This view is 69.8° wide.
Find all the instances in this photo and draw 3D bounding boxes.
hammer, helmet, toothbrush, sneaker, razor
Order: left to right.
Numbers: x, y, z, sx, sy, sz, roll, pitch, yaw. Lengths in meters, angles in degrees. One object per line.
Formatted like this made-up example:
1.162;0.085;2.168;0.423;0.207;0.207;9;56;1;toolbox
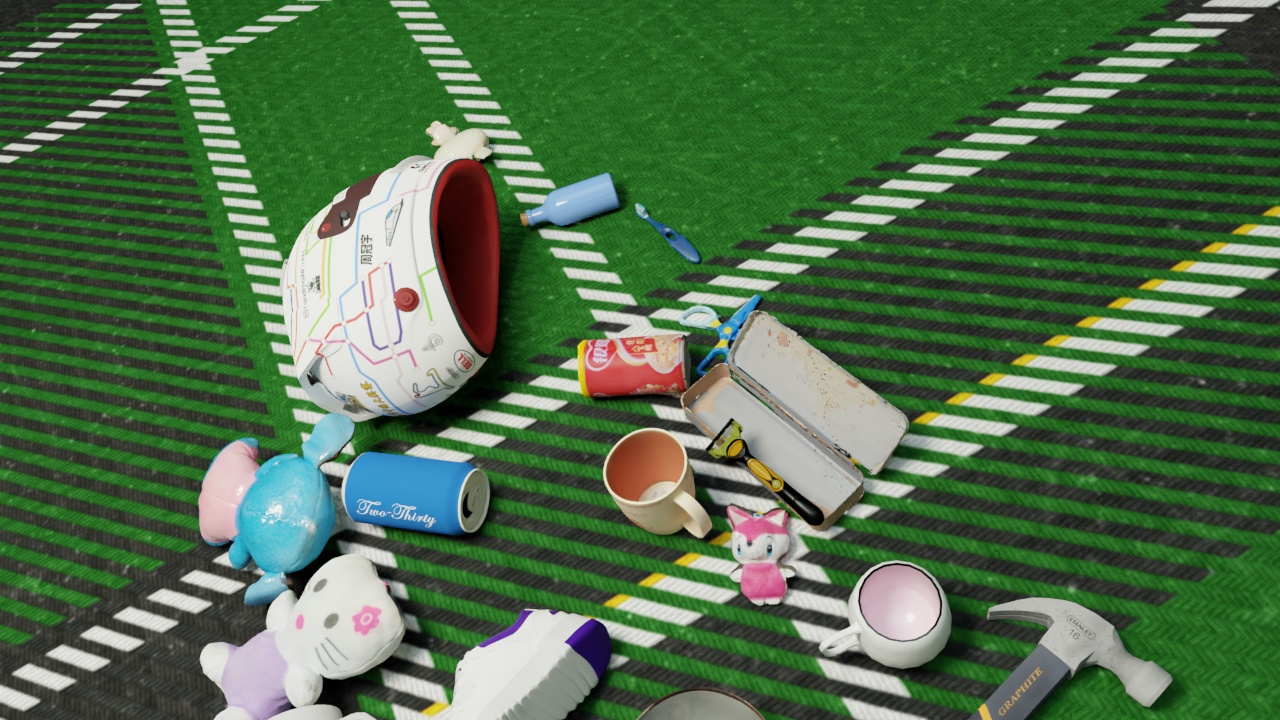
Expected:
-0.295;-0.085;1.075;0.236;0.231;0.313;-9;61;13;helmet
-0.139;0.316;0.834;0.111;0.092;0.243;10;38;37;sneaker
0.033;-0.163;1.173;0.021;0.016;0.132;-39;56;-9;toothbrush
0.128;0.116;0.922;0.144;0.021;0.044;40;92;30;razor
0.288;0.329;0.773;0.312;0.035;0.139;-41;55;-12;hammer

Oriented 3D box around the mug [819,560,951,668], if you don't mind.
0.217;0.236;0.825;0.124;0.076;0.090;-25;55;-2;mug

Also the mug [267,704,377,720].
-0.298;0.383;0.863;0.119;0.083;0.096;-20;54;-9;mug

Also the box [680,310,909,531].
0.158;0.059;0.966;0.216;0.071;0.157;40;103;32;box

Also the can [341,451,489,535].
-0.246;0.145;1.005;0.146;0.079;0.078;4;59;17;can

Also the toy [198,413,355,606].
-0.411;0.152;1.019;0.192;0.099;0.224;14;82;31;toy

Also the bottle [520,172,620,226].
-0.095;-0.206;1.215;0.131;0.048;0.048;-18;55;3;bottle

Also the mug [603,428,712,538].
0.026;0.137;0.924;0.111;0.104;0.085;34;71;29;mug

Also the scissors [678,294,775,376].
0.098;-0.034;1.075;0.130;0.014;0.125;34;72;28;scissors

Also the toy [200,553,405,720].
-0.334;0.292;0.927;0.209;0.085;0.137;-35;46;-4;toy

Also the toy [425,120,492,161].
-0.260;-0.304;1.322;0.087;0.050;0.112;-44;54;-15;toy

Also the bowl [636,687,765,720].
0.054;0.367;0.794;0.151;0.057;0.150;-7;56;10;bowl

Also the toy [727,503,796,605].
0.119;0.187;0.903;0.065;0.050;0.102;-5;62;6;toy

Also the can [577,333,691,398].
-0.006;0.006;1.041;0.124;0.067;0.066;-4;57;12;can
